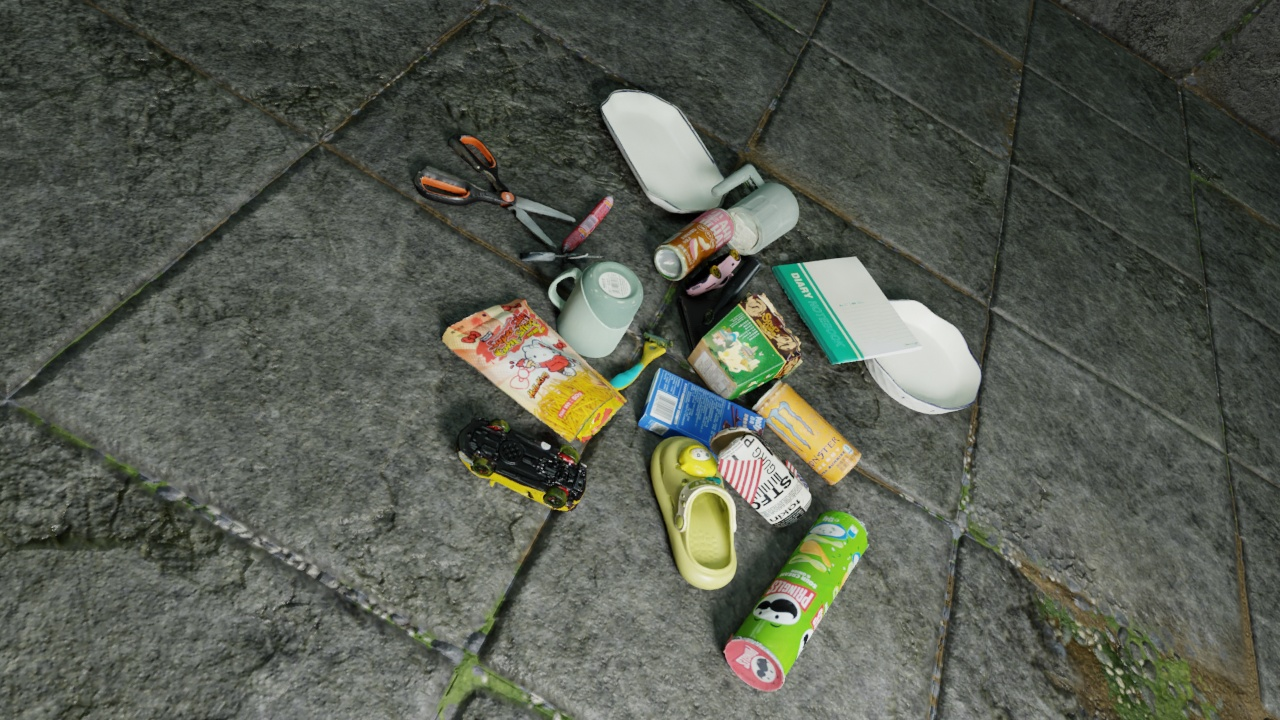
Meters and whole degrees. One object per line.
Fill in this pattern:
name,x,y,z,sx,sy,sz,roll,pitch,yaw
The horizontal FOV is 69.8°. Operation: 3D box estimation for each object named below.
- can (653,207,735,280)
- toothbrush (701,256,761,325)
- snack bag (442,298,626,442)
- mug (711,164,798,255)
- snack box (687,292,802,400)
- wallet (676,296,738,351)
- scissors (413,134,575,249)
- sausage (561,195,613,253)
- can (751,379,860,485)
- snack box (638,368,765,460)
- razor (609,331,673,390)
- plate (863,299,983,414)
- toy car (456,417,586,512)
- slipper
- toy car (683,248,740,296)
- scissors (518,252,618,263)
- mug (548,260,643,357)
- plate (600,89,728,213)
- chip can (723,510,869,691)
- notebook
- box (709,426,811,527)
can,0.080,-0.171,1.336,0.058,0.058,0.146,42,48,8
toothbrush,0.128,-0.099,1.303,0.026,0.027,0.212,15,32,19
snack bag,-0.122,0.008,1.097,0.208,0.073,0.128,41,47,16
mug,0.170,-0.233,1.409,0.103,0.084,0.124,-38,93,-40
snack box,0.129,-0.010,1.203,0.105,0.118,0.118,-32,79,-20
wallet,0.116,-0.046,1.287,0.122,0.020,0.096,2,55,-24
scissors,-0.202,-0.239,1.265,0.220,0.022,0.223,-1,55,-28
sausage,-0.073,-0.194,1.300,0.020,0.020,0.155,34,47,0
can,0.217,0.094,1.202,0.146,0.058,0.058,44,48,9
snack box,0.079,0.078,1.164,0.157,0.026,0.084,26,48,-8
razor,-0.007,0.007,1.172,0.043,0.028,0.132,22,40,21
plate,0.421,-0.003,1.395,0.204,0.046,0.204,15,50,-19
toy car,-0.130,0.114,1.015,0.156,0.041,0.071,25,47,-11
slipper,0.074,0.165,1.059,0.091,0.082,0.190,6,55,-27
toy car,0.105,-0.123,1.309,0.037,0.056,0.122,61,37,-12
scissors,-0.089,-0.133,1.173,0.159,0.014,0.171,2,4,16
mug,-0.061,-0.074,1.154,0.112,0.107,0.082,34,48,0
plate,0.033,-0.324,1.447,0.161,0.034,0.265,-11,61,-34
chip can,0.182,0.264,1.043,0.072,0.072,0.235,42,47,7
notebook,0.304,-0.079,1.371,0.150,0.012,0.209,-9,48,-18
box,0.144,0.128,1.094,0.163,0.074,0.079,44,11,-32
